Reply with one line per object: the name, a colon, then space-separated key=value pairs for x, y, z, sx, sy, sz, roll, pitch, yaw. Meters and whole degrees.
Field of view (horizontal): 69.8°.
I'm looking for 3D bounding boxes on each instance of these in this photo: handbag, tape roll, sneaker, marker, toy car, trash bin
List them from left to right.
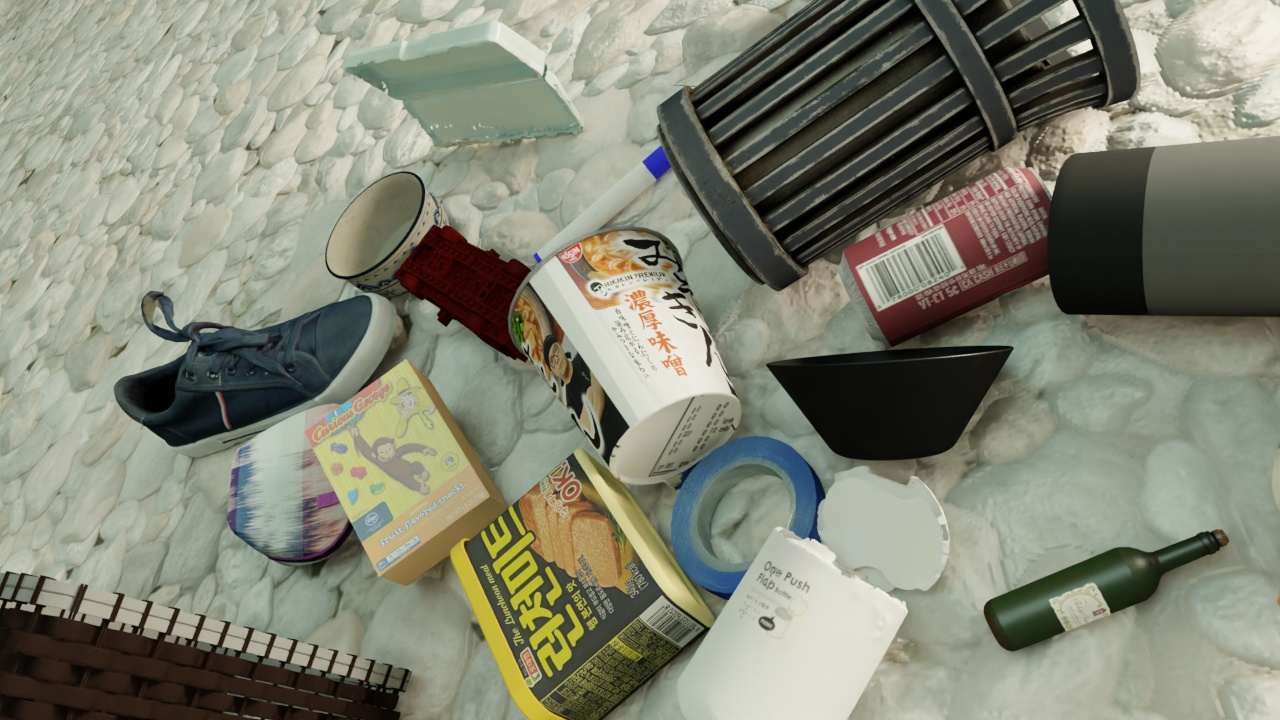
sneaker: x=-0.354 y=-0.006 z=0.814 sx=0.295 sy=0.127 sz=0.120 roll=-20 pitch=52 yaw=21
handbag: x=-0.228 y=0.080 z=0.714 sx=0.170 sy=0.068 sz=0.144 roll=-25 pitch=50 yaw=11
toy car: x=-0.121 y=-0.051 z=0.719 sx=0.170 sy=0.062 sz=0.070 roll=29 pitch=79 yaw=43
marker: x=-0.026 y=-0.122 z=0.729 sx=0.141 sy=0.020 sz=0.020 roll=-40 pitch=46 yaw=7
tape roll: x=0.061 y=0.090 z=0.526 sx=0.091 sy=0.016 sz=0.093 roll=-28 pitch=48 yaw=17
trash bin: x=0.137 y=-0.157 z=0.544 sx=0.228 sy=0.164 sz=0.164 roll=-33 pitch=47 yaw=18

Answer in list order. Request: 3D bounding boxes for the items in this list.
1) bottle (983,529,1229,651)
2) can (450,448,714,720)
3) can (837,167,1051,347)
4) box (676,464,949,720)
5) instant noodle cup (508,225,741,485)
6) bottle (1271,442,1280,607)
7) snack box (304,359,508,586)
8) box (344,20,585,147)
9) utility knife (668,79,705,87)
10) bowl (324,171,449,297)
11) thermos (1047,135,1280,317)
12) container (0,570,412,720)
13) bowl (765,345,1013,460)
bottle: x=0.207 y=0.100 z=0.409 sx=0.106 sy=0.025 sz=0.025 roll=-29 pitch=48 yaw=17
can: x=-0.035 y=0.131 z=0.530 sx=0.101 sy=0.072 sz=0.130 roll=-41 pitch=46 yaw=2
can: x=0.173 y=-0.057 z=0.513 sx=0.114 sy=0.063 sz=0.063 roll=-27 pitch=49 yaw=18
box: x=0.089 y=0.118 z=0.448 sx=0.081 sy=0.092 sz=0.161 roll=30 pitch=88 yaw=46
instant noodle cup: x=-0.003 y=0.003 z=0.569 sx=0.124 sy=0.123 sz=0.121 roll=-36 pitch=56 yaw=10
bottle: x=0.284 y=0.052 z=0.361 sx=0.063 sy=0.063 sz=0.108 roll=13 pitch=69 yaw=40
snack box: x=-0.164 y=0.077 z=0.642 sx=0.088 sy=0.040 sz=0.126 roll=-36 pitch=64 yaw=-3
box: x=-0.157 y=-0.245 z=0.823 sx=0.197 sy=0.136 sz=0.043 roll=6 pitch=70 yaw=38
utility knife: x=0.056 y=-0.193 z=0.643 sx=0.022 sy=0.168 sz=0.015 roll=9 pitch=106 yaw=25
bowl: x=-0.220 y=-0.106 z=0.829 sx=0.116 sy=0.059 sz=0.115 roll=-18 pitch=52 yaw=25
thermos: x=0.316 y=-0.059 z=0.400 sx=0.241 sy=0.082 sz=0.082 roll=3 pitch=63 yaw=37
container: x=-0.325 y=0.270 z=0.526 sx=0.248 sy=0.245 sz=0.243 roll=-5 pitch=62 yaw=33
bowl: x=0.130 y=0.023 z=0.480 sx=0.124 sy=0.123 sz=0.052 roll=-3 pitch=92 yaw=34
